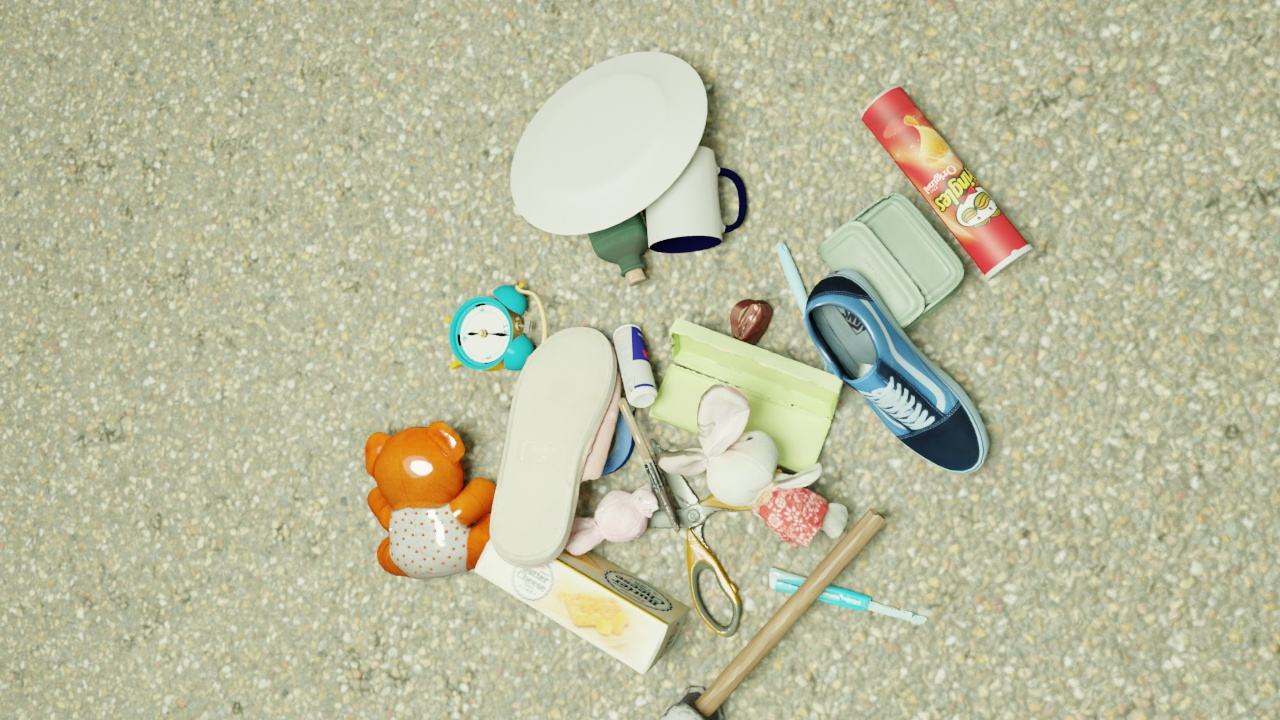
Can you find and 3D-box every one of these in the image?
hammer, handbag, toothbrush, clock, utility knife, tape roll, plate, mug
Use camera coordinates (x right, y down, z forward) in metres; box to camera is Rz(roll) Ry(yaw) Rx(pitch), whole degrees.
[{"bbox_3d":[0.129,0.275,0.919,0.052,0.098,0.328,42,94,15],"label":"hammer"},{"bbox_3d":[0.255,-0.095,0.927,0.106,0.067,0.122,-38,77,11],"label":"handbag"},{"bbox_3d":[0.108,-0.043,0.934,0.029,0.119,0.055,31,93,15],"label":"handbag"},{"bbox_3d":[0.176,-0.055,0.971,0.022,0.016,0.155,-18,80,-20],"label":"toothbrush"},{"bbox_3d":[-0.165,-0.033,1.049,0.130,0.043,0.099,-12,82,21],"label":"clock"},{"bbox_3d":[0.211,0.241,0.938,0.162,0.015,0.022,11,90,13],"label":"utility knife"},{"bbox_3d":[-0.052,0.082,1.020,0.093,0.016,0.091,8,88,16],"label":"tape roll"},{"bbox_3d":[-0.042,-0.242,0.991,0.243,0.016,0.242,-14,58,23],"label":"plate"},{"bbox_3d":[0.060,-0.172,0.987,0.111,0.079,0.097,-3,84,-13],"label":"mug"}]

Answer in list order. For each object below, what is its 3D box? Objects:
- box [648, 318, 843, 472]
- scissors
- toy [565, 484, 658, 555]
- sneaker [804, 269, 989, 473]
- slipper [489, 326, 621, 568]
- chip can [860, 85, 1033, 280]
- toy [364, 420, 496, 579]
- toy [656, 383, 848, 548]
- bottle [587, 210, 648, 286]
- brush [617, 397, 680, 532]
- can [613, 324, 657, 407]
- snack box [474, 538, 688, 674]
[{"bbox_3d":[0.112,0.033,0.965,0.188,0.066,0.128,19,110,17],"label":"box"},{"bbox_3d":[0.081,0.173,0.978,0.230,0.016,0.225,-28,77,13],"label":"scissors"},{"bbox_3d":[-0.031,0.172,0.977,0.110,0.063,0.047,-23,115,0],"label":"toy"},{"bbox_3d":[0.236,0.029,0.878,0.241,0.098,0.084,51,131,-4],"label":"sneaker"},{"bbox_3d":[-0.090,0.088,0.971,0.114,0.054,0.273,9,63,13],"label":"slipper"},{"bbox_3d":[0.306,-0.181,0.927,0.052,0.051,0.214,-36,77,9],"label":"chip can"},{"bbox_3d":[-0.239,0.156,1.034,0.164,0.092,0.172,-10,95,17],"label":"toy"},{"bbox_3d":[0.118,0.117,0.911,0.194,0.084,0.159,32,137,5],"label":"toy"},{"bbox_3d":[-0.025,-0.145,1.009,0.061,0.061,0.131,-22,80,15],"label":"bottle"},{"bbox_3d":[0.009,0.109,0.968,0.012,0.039,0.151,-24,88,1],"label":"brush"},{"bbox_3d":[-0.006,0.006,0.985,0.032,0.032,0.095,-23,51,12],"label":"can"},{"bbox_3d":[-0.059,0.241,0.964,0.208,0.104,0.057,27,93,16],"label":"snack box"}]
